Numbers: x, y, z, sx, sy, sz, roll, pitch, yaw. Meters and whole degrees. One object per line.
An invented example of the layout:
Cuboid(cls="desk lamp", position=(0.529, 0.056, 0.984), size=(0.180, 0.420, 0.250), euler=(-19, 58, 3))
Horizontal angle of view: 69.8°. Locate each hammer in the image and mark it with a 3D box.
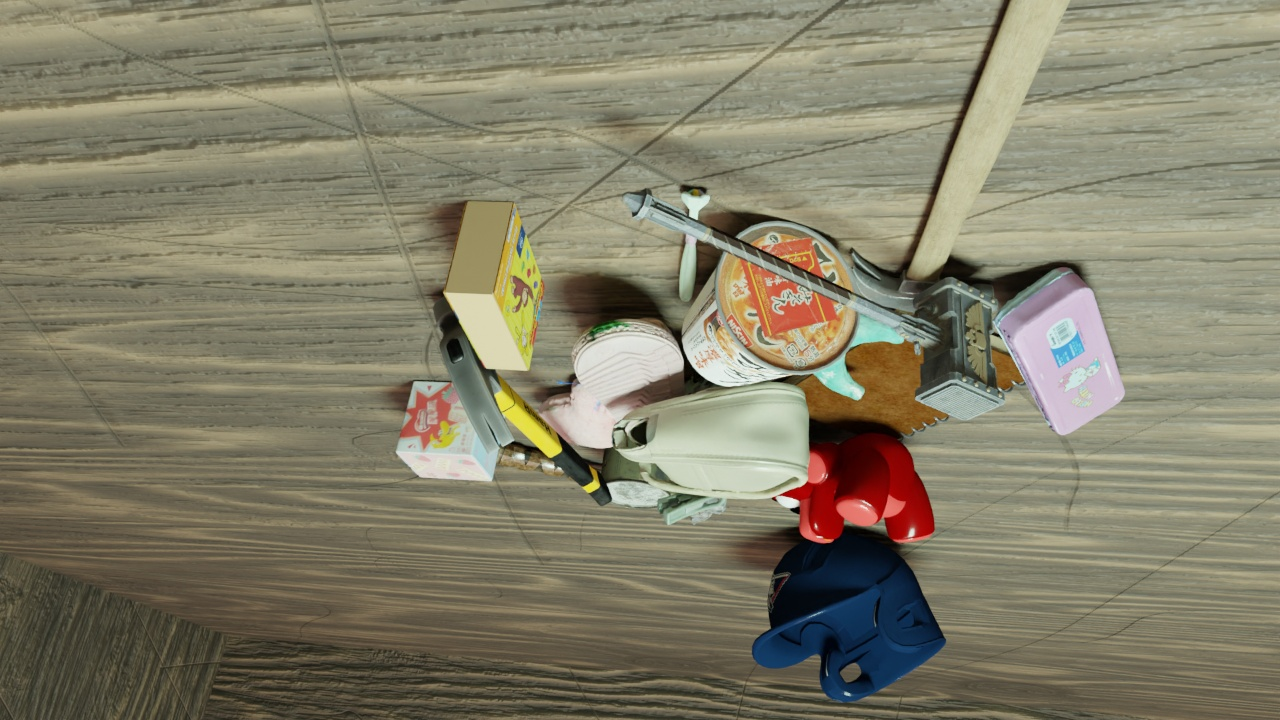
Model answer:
Cuboid(cls="hammer", position=(0.225, -0.124, 0.634), size=(0.119, 0.030, 0.332), euler=(5, 153, 5))
Cuboid(cls="hammer", position=(-0.039, 0.161, 1.234), size=(0.318, 0.048, 0.122), euler=(15, 154, -10))
Cuboid(cls="hammer", position=(-0.103, 0.075, 0.939), size=(0.034, 0.169, 0.324), euler=(-30, 141, 6))
Cuboid(cls="hammer", position=(0.129, -0.054, 0.663), size=(0.321, 0.098, 0.044), euler=(21, 148, -21))

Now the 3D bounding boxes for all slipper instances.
Cuboid(cls="slipper", position=(-0.005, 0.005, 0.886), size=(0.094, 0.064, 0.239), euler=(-18, 155, 4))

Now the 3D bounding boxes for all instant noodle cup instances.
Cuboid(cls="instant noodle cup", position=(0.095, -0.034, 0.757), size=(0.123, 0.123, 0.122), euler=(15, 161, -14))

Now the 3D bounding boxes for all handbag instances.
Cuboid(cls="handbag", position=(0.074, 0.066, 0.915), size=(0.184, 0.131, 0.229), euler=(-1, 162, 10))

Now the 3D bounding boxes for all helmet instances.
Cuboid(cls="helmet", position=(0.280, 0.365, 1.337), size=(0.271, 0.223, 0.233), euler=(-14, 146, -25))

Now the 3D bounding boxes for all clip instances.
Cuboid(cls="clip", position=(0.057, 0.156, 1.013), size=(0.076, 0.044, 0.023), euler=(-18, 132, -19))

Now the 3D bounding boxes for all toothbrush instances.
Cuboid(cls="toothbrush", position=(0.041, -0.090, 0.759), size=(0.022, 0.015, 0.155), euler=(7, 153, 3))

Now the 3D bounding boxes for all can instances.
Cuboid(cls="can", position=(-0.004, 0.133, 1.135), size=(0.090, 0.074, 0.090), euler=(5, 151, 3))

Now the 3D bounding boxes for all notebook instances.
Cuboid(cls="notebook", position=(0.257, 0.021, 0.909), size=(0.167, 0.024, 0.226), euler=(19, 151, -18))

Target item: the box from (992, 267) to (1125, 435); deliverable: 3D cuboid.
Cuboid(cls="box", position=(0.367, -0.003, 0.796), size=(0.076, 0.033, 0.214), euler=(-36, 138, 13))

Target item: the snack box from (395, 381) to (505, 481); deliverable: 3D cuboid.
Cuboid(cls="snack box", position=(-0.219, 0.082, 1.071), size=(0.095, 0.092, 0.079), euler=(2, 152, 12))

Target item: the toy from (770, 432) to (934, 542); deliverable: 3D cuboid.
Cuboid(cls="toy", position=(0.209, 0.140, 1.013), size=(0.198, 0.120, 0.158), euler=(-4, 161, 45))

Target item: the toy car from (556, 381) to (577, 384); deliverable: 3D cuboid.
Cuboid(cls="toy car", position=(-0.035, 0.031, 0.985), size=(0.062, 0.033, 0.092), euler=(-22, 141, 33))

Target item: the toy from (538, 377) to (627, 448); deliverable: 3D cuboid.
Cuboid(cls="toy", position=(-0.057, 0.058, 1.034), size=(0.108, 0.053, 0.105), euler=(18, 140, -15))

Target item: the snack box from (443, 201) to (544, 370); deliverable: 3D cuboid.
Cuboid(cls="snack box", position=(-0.120, -0.060, 0.777), size=(0.040, 0.088, 0.126), euler=(3, 152, 9))

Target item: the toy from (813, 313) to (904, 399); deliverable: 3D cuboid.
Cuboid(cls="toy", position=(0.182, -0.012, 0.834), size=(0.085, 0.033, 0.105), euler=(30, 143, 5))

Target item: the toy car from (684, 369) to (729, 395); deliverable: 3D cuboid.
Cuboid(cls="toy car", position=(0.063, 0.040, 0.986), size=(0.048, 0.033, 0.106), euler=(20, 149, -20))

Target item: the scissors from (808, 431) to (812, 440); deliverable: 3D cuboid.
Cuboid(cls="scissors", position=(0.132, 0.095, 1.089), size=(0.136, 0.019, 0.138), euler=(6, 154, 7))
